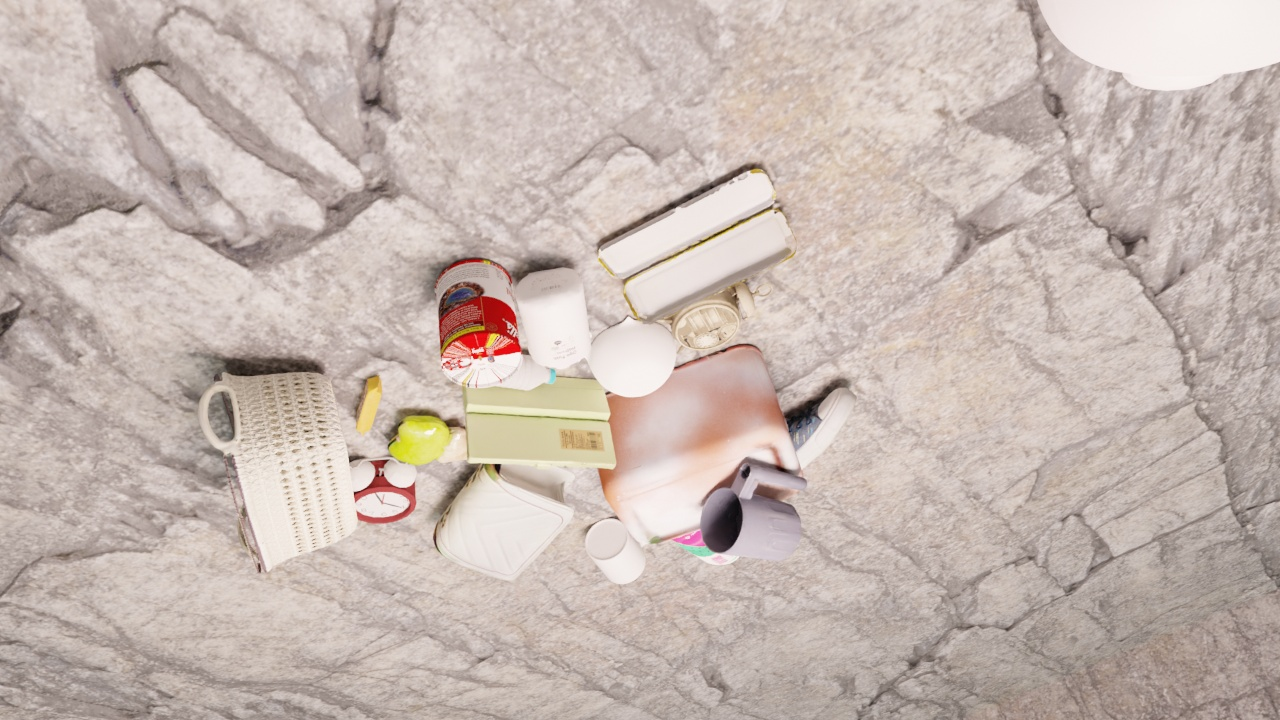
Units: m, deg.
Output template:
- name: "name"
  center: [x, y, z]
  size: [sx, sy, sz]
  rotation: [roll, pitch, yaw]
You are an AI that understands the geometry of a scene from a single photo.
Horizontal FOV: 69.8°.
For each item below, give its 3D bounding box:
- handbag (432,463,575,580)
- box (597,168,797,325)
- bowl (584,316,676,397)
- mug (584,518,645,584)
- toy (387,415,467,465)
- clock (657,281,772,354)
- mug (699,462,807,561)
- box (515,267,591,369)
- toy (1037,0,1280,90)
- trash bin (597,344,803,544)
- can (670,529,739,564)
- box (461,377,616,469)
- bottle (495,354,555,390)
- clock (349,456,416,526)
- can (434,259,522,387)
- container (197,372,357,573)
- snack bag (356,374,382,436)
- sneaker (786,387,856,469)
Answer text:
- name: "handbag"
  center: [-0.197, 0.215, 1.316]
  size: [0.142, 0.096, 0.199]
  rotation: [27, 127, -21]
- name: "box"
  center: [0.065, -0.127, 1.039]
  size: [0.210, 0.045, 0.128]
  rotation: [-25, 125, 13]
- name: "bowl"
  center: [-0.007, 0.007, 1.162]
  size: [0.114, 0.050, 0.115]
  rotation: [-8, 139, -7]
- name: "mug"
  center: [-0.026, 0.296, 1.482]
  size: [0.110, 0.074, 0.090]
  rotation: [-40, 140, -10]
- name: "toy"
  center: [-0.268, 0.108, 1.208]
  size: [0.117, 0.043, 0.092]
  rotation: [11, 135, -29]
- name: "clock"
  center: [0.095, -0.059, 1.114]
  size: [0.141, 0.054, 0.093]
  rotation: [-22, 139, 12]
- name: "mug"
  center: [0.150, 0.194, 1.172]
  size: [0.104, 0.084, 0.124]
  rotation: [16, 104, -32]
- name: "box"
  center: [-0.094, -0.034, 1.073]
  size: [0.084, 0.094, 0.166]
  rotation: [-13, 131, -7]
- name: "toy"
  center: [0.443, -0.364, 0.720]
  size: [0.266, 0.261, 0.281]
  rotation: [12, 130, 34]
- name: "trash bin"
  center: [0.073, 0.123, 1.238]
  size: [0.260, 0.157, 0.182]
  rotation: [-20, 139, 7]
- name: "can"
  center: [0.096, 0.263, 1.456]
  size: [0.088, 0.088, 0.166]
  rotation: [-31, 137, 19]
- name: "box"
  center: [-0.126, 0.073, 1.138]
  size: [0.187, 0.138, 0.030]
  rotation: [6, 136, -20]
- name: "bottle"
  center: [-0.170, 0.010, 1.123]
  size: [0.136, 0.044, 0.044]
  rotation: [9, 134, -25]
- name: "clock"
  center: [-0.355, 0.175, 1.254]
  size: [0.096, 0.048, 0.138]
  rotation: [-3, 140, -13]
- name: "can"
  center: [-0.178, -0.042, 1.006]
  size: [0.086, 0.116, 0.087]
  rotation: [-8, 139, -7]
- name: "container"
  center: [-0.423, 0.125, 1.088]
  size: [0.143, 0.184, 0.252]
  rotation: [-12, 143, -21]
- name: "snack bag"
  center: [-0.339, 0.057, 1.142]
  size: [0.020, 0.026, 0.099]
  rotation: [8, 136, -25]
- name: "sneaker"
  center: [0.221, 0.113, 1.348]
  size: [0.079, 0.087, 0.236]
  rotation: [36, 122, -2]
